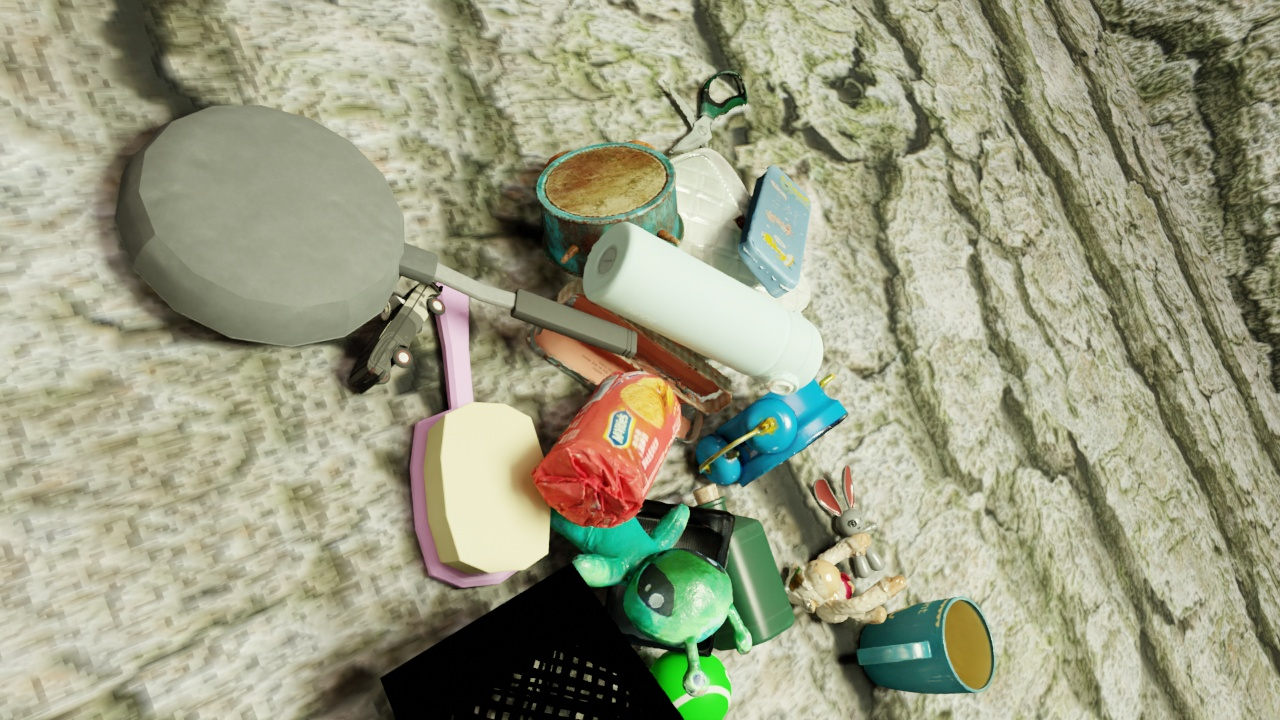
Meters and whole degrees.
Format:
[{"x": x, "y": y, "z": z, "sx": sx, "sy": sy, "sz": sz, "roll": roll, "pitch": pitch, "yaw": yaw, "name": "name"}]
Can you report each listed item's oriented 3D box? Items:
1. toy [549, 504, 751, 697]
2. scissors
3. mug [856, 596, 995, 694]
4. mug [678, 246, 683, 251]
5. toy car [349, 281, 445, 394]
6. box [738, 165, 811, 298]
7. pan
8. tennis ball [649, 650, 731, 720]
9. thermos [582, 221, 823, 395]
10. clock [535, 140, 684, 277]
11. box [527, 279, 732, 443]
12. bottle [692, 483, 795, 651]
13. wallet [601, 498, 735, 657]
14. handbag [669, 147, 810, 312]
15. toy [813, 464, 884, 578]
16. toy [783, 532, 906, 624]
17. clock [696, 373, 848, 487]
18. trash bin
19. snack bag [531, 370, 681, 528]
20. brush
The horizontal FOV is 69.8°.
[{"x": 0.000, "y": 0.153, "z": 0.667, "sx": 0.193, "sy": 0.073, "sz": 0.130, "roll": 38, "pitch": 35, "yaw": 30, "name": "toy"}, {"x": 0.098, "y": -0.233, "z": 1.003, "sx": 0.202, "sy": 0.015, "sz": 0.201, "roll": 55, "pitch": 45, "yaw": -12, "name": "scissors"}, {"x": 0.255, "y": 0.271, "z": 0.860, "sx": 0.112, "sy": 0.104, "sz": 0.084, "roll": 8, "pitch": 67, "yaw": -38, "name": "mug"}, {"x": 0.019, "y": -0.067, "z": 0.802, "sx": 0.071, "sy": 0.090, "sz": 0.107, "roll": -8, "pitch": 77, "yaw": -44, "name": "mug"}, {"x": -0.172, "y": -0.019, "z": 0.640, "sx": 0.037, "sy": 0.040, "sz": 0.092, "roll": 40, "pitch": 49, "yaw": -21, "name": "toy car"}, {"x": 0.130, "y": -0.129, "z": 0.858, "sx": 0.066, "sy": 0.037, "sz": 0.209, "roll": 46, "pitch": 29, "yaw": -15, "name": "box"}, {"x": -0.157, "y": -0.069, "z": 0.624, "sx": 0.357, "sy": 0.041, "sz": 0.178, "roll": 20, "pitch": 52, "yaw": -23, "name": "pan"}, {"x": 0.036, "y": 0.250, "z": 0.695, "sx": 0.065, "sy": 0.066, "sz": 0.065, "roll": 19, "pitch": 60, "yaw": -36, "name": "tennis ball"}, {"x": 0.056, "y": -0.036, "z": 0.723, "sx": 0.206, "sy": 0.065, "sz": 0.077, "roll": 25, "pitch": 50, "yaw": -29, "name": "thermos"}, {"x": -0.028, "y": -0.133, "z": 0.775, "sx": 0.073, "sy": 0.121, "sz": 0.157, "roll": 82, "pitch": -2, "yaw": -45, "name": "clock"}, {"x": -0.006, "y": 0.004, "z": 0.777, "sx": 0.187, "sy": 0.085, "sz": 0.048, "roll": 32, "pitch": 25, "yaw": -26, "name": "box"}, {"x": 0.074, "y": 0.169, "z": 0.769, "sx": 0.061, "sy": 0.061, "sz": 0.131, "roll": -11, "pitch": 80, "yaw": -47, "name": "bottle"}, {"x": 0.021, "y": 0.167, "z": 0.711, "sx": 0.026, "sy": 0.089, "sz": 0.114, "roll": 79, "pitch": 23, "yaw": -54, "name": "wallet"}, {"x": 0.074, "y": -0.107, "z": 0.873, "sx": 0.138, "sy": 0.073, "sz": 0.195, "roll": -35, "pitch": 91, "yaw": -43, "name": "handbag"}, {"x": 0.211, "y": 0.163, "z": 0.920, "sx": 0.049, "sy": 0.030, "sz": 0.111, "roll": -23, "pitch": 91, "yaw": -17, "name": "toy"}, {"x": 0.177, "y": 0.203, "z": 0.852, "sx": 0.105, "sy": 0.074, "sz": 0.085, "roll": 3, "pitch": 36, "yaw": -21, "name": "toy"}, {"x": 0.114, "y": 0.064, "z": 0.815, "sx": 0.161, "sy": 0.117, "sz": 0.060, "roll": -23, "pitch": 78, "yaw": -50, "name": "clock"}, {"x": -0.048, "y": 0.243, "z": 0.550, "sx": 0.195, "sy": 0.196, "sz": 0.199, "roll": -23, "pitch": 78, "yaw": -46, "name": "trash bin"}, {"x": -0.022, "y": 0.065, "z": 0.684, "sx": 0.082, "sy": 0.082, "sz": 0.176, "roll": 55, "pitch": 24, "yaw": -9, "name": "snack bag"}, {"x": -0.120, "y": 0.044, "z": 0.659, "sx": 0.089, "sy": 0.043, "sz": 0.228, "roll": 5, "pitch": 69, "yaw": -41, "name": "brush"}]
